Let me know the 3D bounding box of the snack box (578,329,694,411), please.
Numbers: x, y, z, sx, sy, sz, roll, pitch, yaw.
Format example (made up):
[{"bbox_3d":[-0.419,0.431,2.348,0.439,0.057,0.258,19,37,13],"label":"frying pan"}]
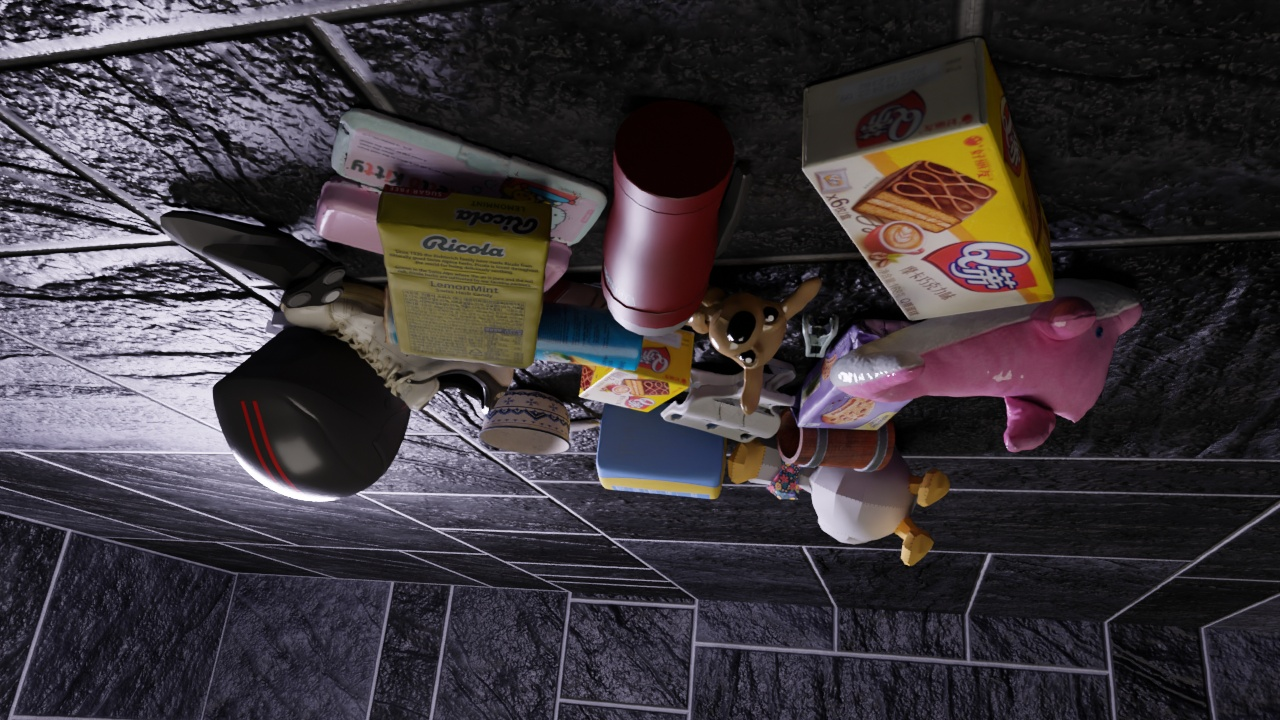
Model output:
[{"bbox_3d":[-0.006,0.006,0.945,0.083,0.061,0.106,14,157,-20],"label":"snack box"}]

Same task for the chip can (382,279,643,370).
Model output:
[{"bbox_3d":[-0.112,-0.041,0.834,0.229,0.079,0.080,7,159,-5],"label":"chip can"}]

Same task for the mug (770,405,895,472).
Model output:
[{"bbox_3d":[0.214,0.080,1.061,0.111,0.081,0.117,2,-163,-17],"label":"mug"}]

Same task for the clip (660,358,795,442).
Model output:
[{"bbox_3d":[0.109,0.034,1.021,0.125,0.091,0.152,14,143,-25],"label":"clip"}]

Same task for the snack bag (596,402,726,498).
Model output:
[{"bbox_3d":[0.031,0.133,1.194,0.159,0.102,0.205,5,157,6],"label":"snack bag"}]

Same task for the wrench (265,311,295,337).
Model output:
[{"bbox_3d":[-0.271,-0.018,1.015,0.273,0.018,0.066,9,159,-12],"label":"wrench"}]

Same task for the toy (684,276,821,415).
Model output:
[{"bbox_3d":[0.077,-0.035,0.795,0.108,0.134,0.105,29,-173,14],"label":"toy"}]

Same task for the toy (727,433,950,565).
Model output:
[{"bbox_3d":[0.254,0.154,1.173,0.268,0.141,0.246,19,-171,39],"label":"toy"}]

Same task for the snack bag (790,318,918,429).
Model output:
[{"bbox_3d":[0.225,0.013,0.916,0.096,0.058,0.206,4,155,-8],"label":"snack bag"}]

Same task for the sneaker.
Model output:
[{"bbox_3d":[-0.242,-0.004,0.923,0.241,0.102,0.089,15,157,-21],"label":"sneaker"}]

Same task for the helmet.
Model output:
[{"bbox_3d":[-0.342,0.064,0.979,0.164,0.169,0.265,-1,159,13],"label":"helmet"}]

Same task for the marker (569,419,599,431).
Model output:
[{"bbox_3d":[-0.112,0.092,1.256,0.139,0.016,0.022,-9,-175,31],"label":"marker"}]

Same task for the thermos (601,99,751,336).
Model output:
[{"bbox_3d":[0.026,-0.098,0.666,0.108,0.084,0.199,-25,161,-14],"label":"thermos"}]

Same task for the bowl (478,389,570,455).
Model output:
[{"bbox_3d":[-0.142,0.074,1.155,0.115,0.059,0.116,5,158,2],"label":"bowl"}]

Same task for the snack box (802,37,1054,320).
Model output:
[{"bbox_3d":[0.201,-0.106,0.613,0.110,0.061,0.230,-8,154,30],"label":"snack box"}]

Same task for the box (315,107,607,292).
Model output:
[{"bbox_3d":[-0.142,-0.112,0.710,0.201,0.044,0.155,14,156,-21],"label":"box"}]

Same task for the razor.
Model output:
[{"bbox_3d":[-0.336,-0.094,0.796,0.156,0.060,0.057,28,144,-4],"label":"razor"}]

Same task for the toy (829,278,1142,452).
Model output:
[{"bbox_3d":[0.288,0.009,0.736,0.265,0.128,0.187,-11,180,-8],"label":"toy"}]

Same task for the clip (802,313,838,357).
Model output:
[{"bbox_3d":[0.170,-0.024,0.883,0.035,0.023,0.074,1,160,7],"label":"clip"}]

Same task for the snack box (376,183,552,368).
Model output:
[{"bbox_3d":[-0.135,-0.059,0.717,0.121,0.045,0.181,6,148,-6],"label":"snack box"}]
